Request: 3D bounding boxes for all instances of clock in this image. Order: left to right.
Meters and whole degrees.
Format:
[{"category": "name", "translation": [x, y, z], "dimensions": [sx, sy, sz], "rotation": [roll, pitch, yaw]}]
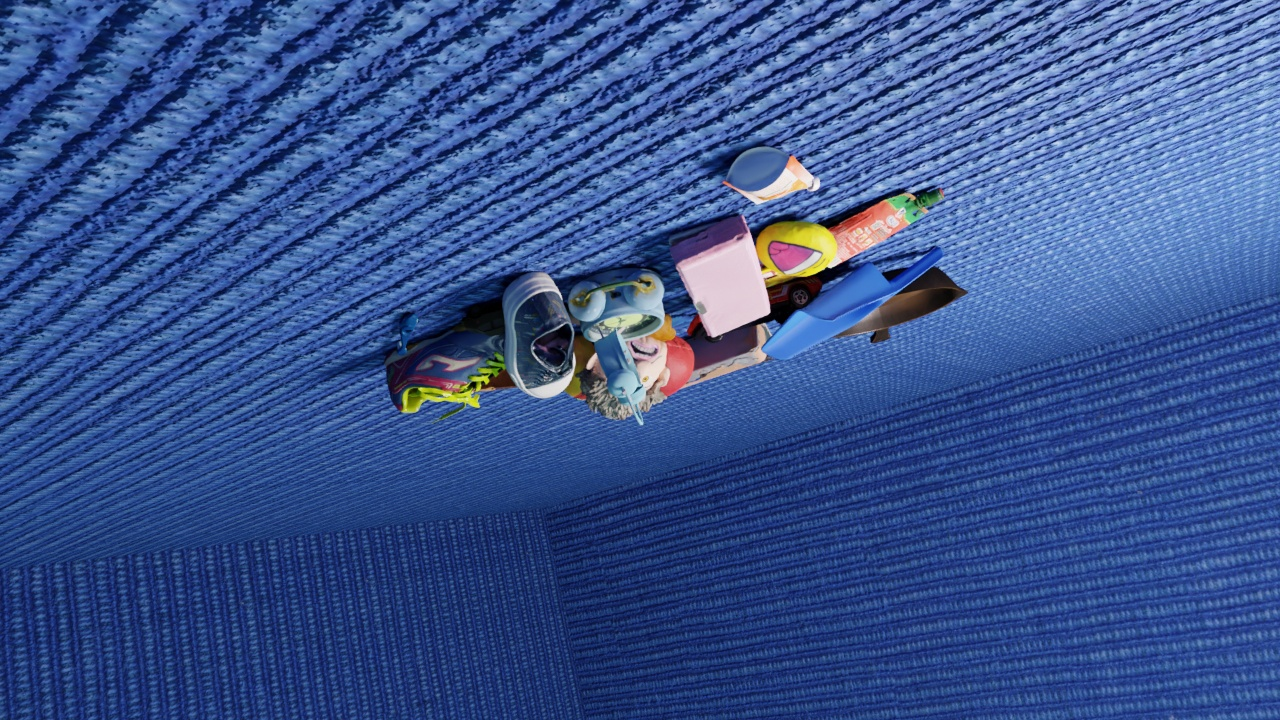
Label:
[{"category": "clock", "translation": [-0.027, -0.070, 1.103], "dimensions": [0.118, 0.060, 0.162], "rotation": [-13, 164, 6]}, {"category": "clock", "translation": [-0.018, 0.018, 1.080], "dimensions": [0.042, 0.123, 0.087], "rotation": [-23, 162, 5]}]

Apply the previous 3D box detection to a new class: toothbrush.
[{"category": "toothbrush", "translation": [-0.284, -0.033, 1.111], "dimensions": [0.021, 0.016, 0.133], "rotation": [-8, 164, -23]}]

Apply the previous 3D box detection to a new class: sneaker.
[{"category": "sneaker", "translation": [-0.214, 0.009, 1.183], "dimensions": [0.242, 0.091, 0.116], "rotation": [-18, 164, 18]}, {"category": "sneaker", "translation": [-0.114, -0.007, 1.096], "dimensions": [0.087, 0.079, 0.236], "rotation": [-26, 153, -14]}]

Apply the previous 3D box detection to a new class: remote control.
[{"category": "remote control", "translation": [-0.084, -0.060, 1.197], "dimensions": [0.039, 0.010, 0.124], "rotation": [-20, 165, 29]}]

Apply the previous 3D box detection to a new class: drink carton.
[{"category": "drink carton", "translation": [0.129, -0.172, 0.884], "dimensions": [0.069, 0.039, 0.122], "rotation": [-17, 173, 21]}]

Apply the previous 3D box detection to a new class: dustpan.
[{"category": "dustpan", "translation": [0.305, -0.093, 1.268], "dimensions": [0.257, 0.059, 0.246], "rotation": [-36, 173, -10]}]

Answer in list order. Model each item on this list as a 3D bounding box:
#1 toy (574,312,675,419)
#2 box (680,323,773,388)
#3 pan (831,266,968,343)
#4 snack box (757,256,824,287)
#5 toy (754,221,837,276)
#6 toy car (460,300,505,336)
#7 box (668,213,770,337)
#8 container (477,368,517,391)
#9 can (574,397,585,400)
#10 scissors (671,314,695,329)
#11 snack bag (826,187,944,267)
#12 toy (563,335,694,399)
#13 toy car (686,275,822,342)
[{"category": "toy", "translation": [-0.008, 0.007, 1.271], "dimensions": [0.132, 0.176, 0.076], "rotation": [15, -161, -28]}, {"category": "box", "translation": [0.106, 0.004, 1.484], "dimensions": [0.217, 0.095, 0.107], "rotation": [-19, -159, 23]}, {"category": "pan", "translation": [0.397, -0.081, 1.507], "dimensions": [0.249, 0.043, 0.356], "rotation": [-15, 167, 9]}, {"category": "snack box", "translation": [0.154, -0.113, 1.169], "dimensions": [0.152, 0.025, 0.075], "rotation": [-17, 166, 16]}, {"category": "toy", "translation": [0.179, -0.130, 1.056], "dimensions": [0.094, 0.041, 0.096], "rotation": [22, 151, -26]}, {"category": "toy car", "translation": [-0.166, -0.051, 1.095], "dimensions": [0.092, 0.036, 0.042], "rotation": [-15, 167, 10]}, {"category": "box", "translation": [0.099, -0.099, 1.089], "dimensions": [0.098, 0.046, 0.233], "rotation": [-24, 157, 6]}, {"category": "container", "translation": [-0.201, 0.013, 1.296], "dimensions": [0.113, 0.063, 0.061], "rotation": [-5, 172, -33]}, {"category": "can", "translation": [-0.074, 0.030, 1.504], "dimensions": [0.101, 0.053, 0.053], "rotation": [-23, 164, 40]}, {"category": "scissors", "translation": [0.095, -0.066, 1.358], "dimensions": [0.104, 0.015, 0.133], "rotation": [-23, 168, 26]}, {"category": "snack bag", "translation": [0.280, -0.160, 1.074], "dimensions": [0.155, 0.044, 0.087], "rotation": [-26, 156, 29]}, {"category": "toy", "translation": [-0.018, 0.008, 1.381], "dimensions": [0.216, 0.098, 0.148], "rotation": [-2, 172, -23]}, {"category": "toy car", "translation": [0.157, -0.072, 1.268], "dimensions": [0.189, 0.056, 0.082], "rotation": [-18, 167, -13]}]
